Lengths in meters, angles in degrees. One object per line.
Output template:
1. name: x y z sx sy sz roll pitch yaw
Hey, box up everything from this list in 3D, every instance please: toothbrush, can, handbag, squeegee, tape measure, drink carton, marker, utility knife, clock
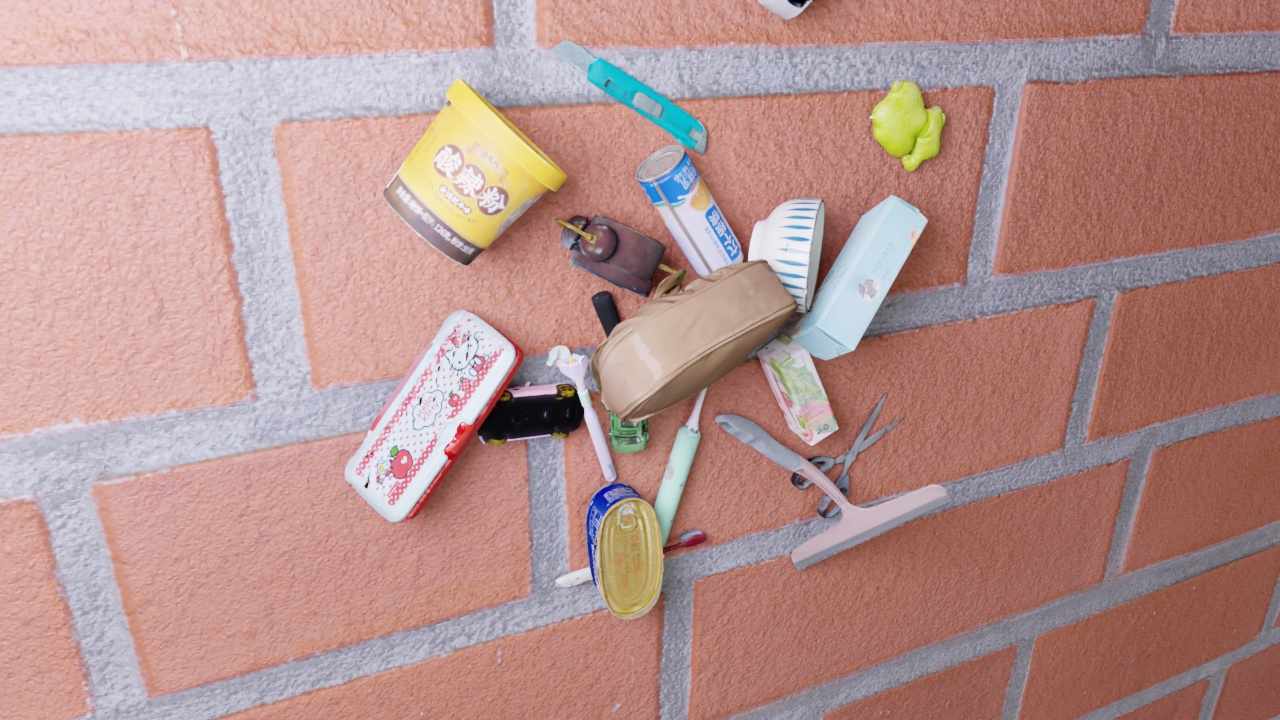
1. toothbrush: -0.010 0.226 1.052 0.187 0.017 0.016 -14 120 -19
2. can: -0.018 0.208 1.002 0.074 0.049 0.148 -12 112 -20
3. handbag: 0.045 -0.023 0.875 0.204 0.148 0.099 -27 77 -30
4. squeegee: 0.184 0.128 1.069 0.249 0.040 0.248 37 134 -16
5. toothbrush: 0.046 0.107 1.021 0.027 0.026 0.225 4 109 -40
6. tape measure: 0.139 -0.352 0.847 0.033 0.066 0.066 21 98 -28
7. can: 0.051 -0.142 0.900 0.053 0.053 0.134 -40 123 -6
8. drink carton: 0.177 0.035 1.041 0.045 0.053 0.122 -34 122 -10
9. marker: -0.019 -0.012 0.940 0.022 0.020 0.132 -15 121 10
10. utility knife: -0.003 -0.244 0.853 0.186 0.013 0.029 24 99 -33
11. clock: -0.029 -0.103 0.860 0.121 0.082 0.055 23 95 -34
12. toothbrush: -0.006 0.005 0.933 0.189 0.020 0.029 7 140 -30
13. toothbrush: -0.048 0.064 0.935 0.029 0.021 0.189 -17 135 -4

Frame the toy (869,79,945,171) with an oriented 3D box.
1. toy: 0.289 -0.251 0.988 0.100 0.031 0.097 -6 116 -25

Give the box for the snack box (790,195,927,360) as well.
1. snack box: 0.231 -0.086 0.974 0.051 0.074 0.174 33 78 -5

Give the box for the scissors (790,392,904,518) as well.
1. scissors: 0.258 0.121 1.147 0.159 0.014 0.178 -2 110 -29

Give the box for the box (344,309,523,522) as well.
1. box: -0.194 0.050 0.848 0.201 0.086 0.047 -55 165 4

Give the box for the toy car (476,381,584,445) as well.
1. toy car: -0.110 0.050 0.908 0.122 0.037 0.056 -4 111 -34

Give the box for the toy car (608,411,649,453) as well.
1. toy car: -0.013 0.060 0.955 0.043 0.036 0.091 -3 126 0

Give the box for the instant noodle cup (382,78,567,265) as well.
1. instant noodle cup: -0.142 -0.152 0.766 0.114 0.118 0.118 -46 124 7

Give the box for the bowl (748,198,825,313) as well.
1. bowl: 0.149 -0.110 0.944 0.066 0.116 0.117 9 113 15
